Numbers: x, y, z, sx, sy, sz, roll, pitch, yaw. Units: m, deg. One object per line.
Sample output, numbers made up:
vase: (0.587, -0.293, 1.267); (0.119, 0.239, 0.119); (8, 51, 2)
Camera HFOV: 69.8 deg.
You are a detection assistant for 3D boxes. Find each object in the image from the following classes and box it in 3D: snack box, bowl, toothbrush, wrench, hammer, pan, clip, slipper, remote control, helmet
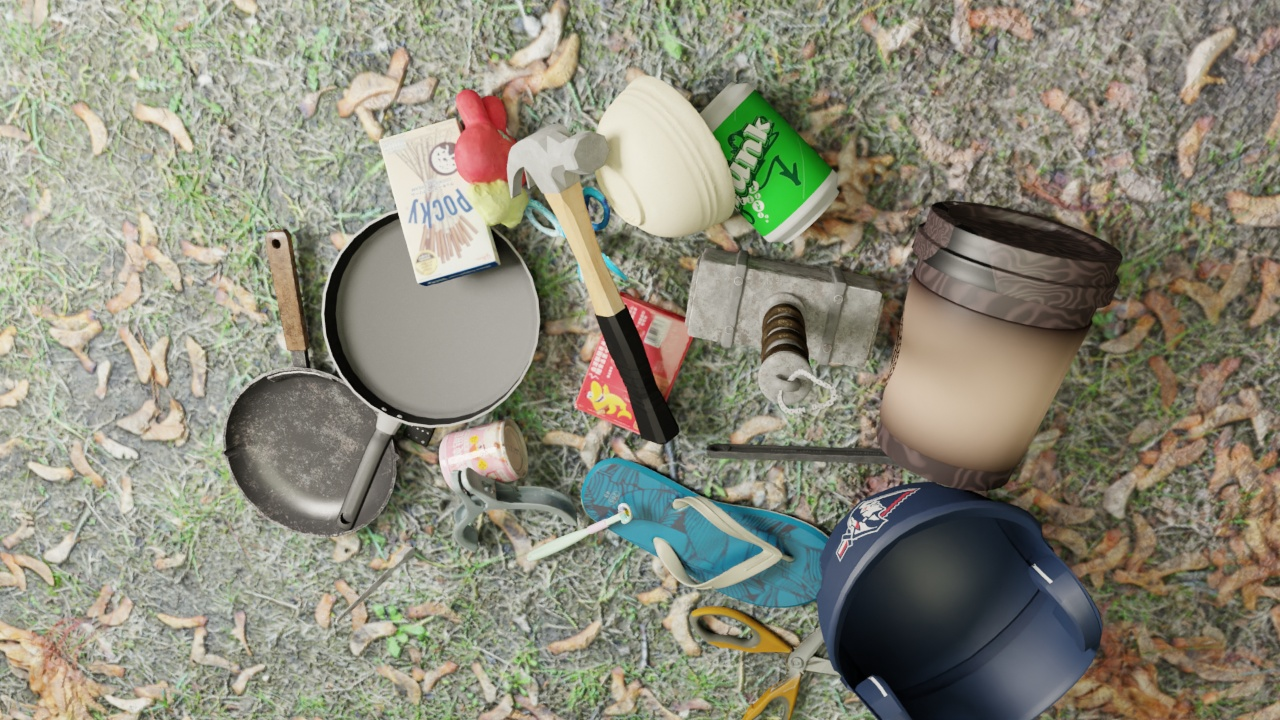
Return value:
snack box: (-0.198, -0.155, 0.904); (0.082, 0.026, 0.150); (-17, 86, 2)
bowl: (0.008, -0.169, 0.823); (0.075, 0.151, 0.151); (-37, 100, -15)
toothbrush: (-0.070, 0.192, 1.007); (0.155, 0.015, 0.022); (-30, 63, 30)
wrench: (0.202, 0.096, 0.934); (0.273, 0.073, 0.018); (0, 107, 15)
hammer: (-0.034, -0.062, 0.868); (0.131, 0.039, 0.328); (13, 132, 50)
pan: (-0.240, 0.015, 0.952); (0.225, 0.034, 0.356); (24, 97, 2)
clip: (-0.140, 0.166, 0.993); (0.165, 0.032, 0.165); (8, 141, -22)
pan: (-0.367, 0.026, 1.007); (0.208, 0.040, 0.357); (1, 106, 8)
slipper: (0.071, 0.196, 0.982); (0.295, 0.060, 0.118); (23, 112, 2)
remote control: (-0.221, 0.031, 1.000); (0.030, 0.009, 0.140); (27, 109, 0)
snack box: (-0.006, 0.006, 0.954); (0.089, 0.021, 0.133); (22, 109, 1)
toothbrush: (-0.284, 0.237, 0.982); (0.010, 0.181, 0.010); (5, 102, 10)
helmet: (0.270, 0.215, 0.864); (0.232, 0.223, 0.272); (-36, 136, 2)
hammer: (0.119, -0.020, 0.767); (0.177, 0.325, 0.079); (11, 108, 5)

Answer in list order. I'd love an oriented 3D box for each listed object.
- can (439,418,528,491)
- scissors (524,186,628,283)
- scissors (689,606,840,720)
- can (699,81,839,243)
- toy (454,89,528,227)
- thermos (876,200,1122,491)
can: (-0.168, 0.103, 0.984); (0.076, 0.067, 0.067); (-15, 104, 11)
scissors: (-0.060, -0.126, 0.892); (0.134, 0.011, 0.140); (43, 149, 10)
scissors: (0.156, 0.351, 1.038); (0.225, 0.016, 0.230); (15, 108, 3)
can: (0.109, -0.181, 0.846); (0.140, 0.087, 0.088); (44, 108, -6)
toy: (-0.145, -0.194, 0.881); (0.045, 0.091, 0.135); (-13, 90, 30)
thermos: (0.309, -0.011, 0.833); (0.173, 0.172, 0.226); (13, 114, 4)
